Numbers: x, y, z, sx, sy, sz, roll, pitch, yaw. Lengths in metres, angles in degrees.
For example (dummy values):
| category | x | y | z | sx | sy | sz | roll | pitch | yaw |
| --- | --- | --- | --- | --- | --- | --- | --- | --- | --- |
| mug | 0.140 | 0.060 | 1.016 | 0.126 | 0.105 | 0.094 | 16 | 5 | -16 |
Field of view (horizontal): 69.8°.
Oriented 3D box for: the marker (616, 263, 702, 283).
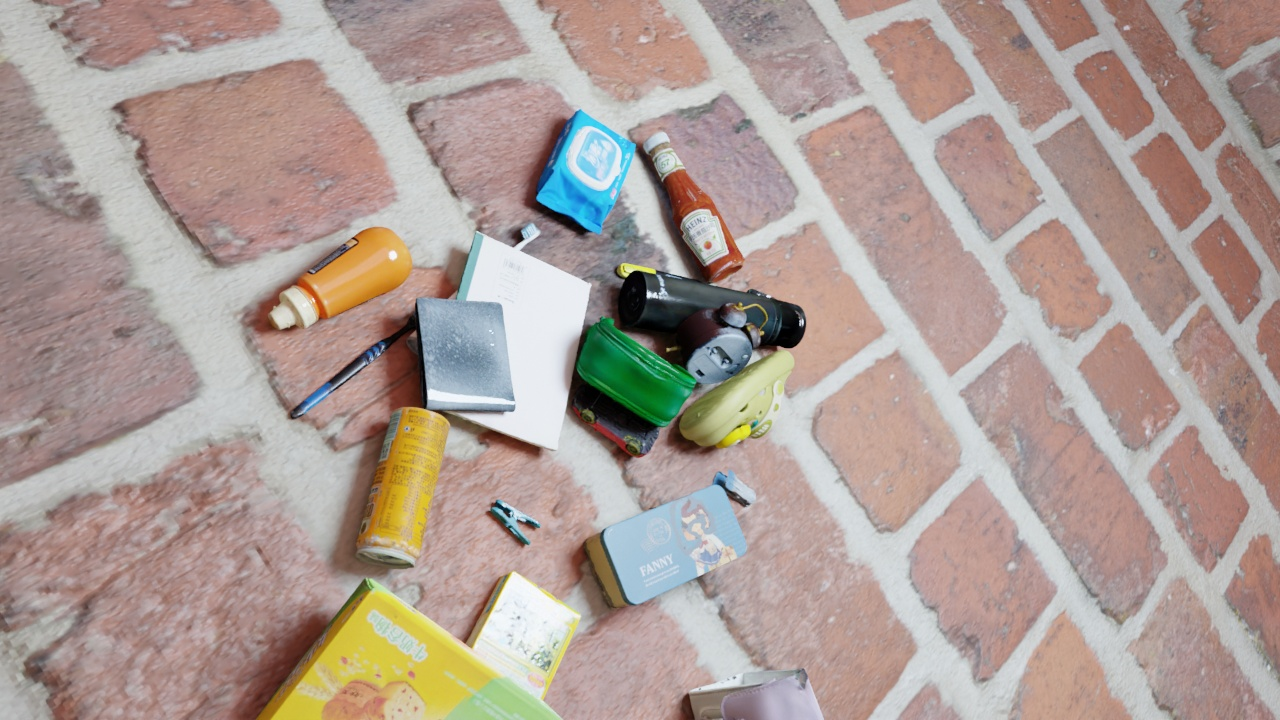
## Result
| category | x | y | z | sx | sy | sz | roll | pitch | yaw |
| --- | --- | --- | --- | --- | --- | --- | --- | --- | --- |
| marker | 0.027 | -0.103 | 1.145 | 0.124 | 0.015 | 0.018 | 9 | 70 | -30 |

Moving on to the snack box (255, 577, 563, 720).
| category | x | y | z | sx | sy | sz | roll | pitch | yaw |
| --- | --- | --- | --- | --- | --- | --- | --- | --- | --- |
| snack box | -0.194 | 0.308 | 0.772 | 0.210 | 0.070 | 0.157 | 40 | 73 | -11 |

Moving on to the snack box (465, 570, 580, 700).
| category | x | y | z | sx | sy | sz | roll | pitch | yaw |
| --- | --- | --- | --- | --- | --- | --- | --- | --- | --- |
| snack box | -0.124 | 0.284 | 0.876 | 0.087 | 0.034 | 0.140 | 36 | 57 | -14 |

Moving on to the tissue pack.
| category | x | y | z | sx | sy | sz | roll | pitch | yaw |
| --- | --- | --- | --- | --- | --- | --- | --- | --- | --- |
| tissue pack | -0.065 | -0.233 | 1.120 | 0.095 | 0.052 | 0.156 | 30 | 57 | -18 |

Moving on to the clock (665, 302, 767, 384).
| category | x | y | z | sx | sy | sz | roll | pitch | yaw |
| --- | --- | --- | --- | --- | --- | --- | --- | --- | --- |
| clock | 0.095 | -0.024 | 1.078 | 0.082 | 0.122 | 0.055 | 43 | 19 | -47 |

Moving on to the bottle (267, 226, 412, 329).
| category | x | y | z | sx | sy | sz | roll | pitch | yaw |
| --- | --- | --- | --- | --- | --- | --- | --- | --- | --- |
| bottle | -0.300 | -0.075 | 0.908 | 0.149 | 0.067 | 0.067 | -38 | 92 | -30 |

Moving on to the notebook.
| category | x | y | z | sx | sy | sz | roll | pitch | yaw |
| --- | --- | --- | --- | --- | --- | --- | --- | --- | --- |
| notebook | -0.135 | -0.022 | 0.984 | 0.150 | 0.012 | 0.208 | 24 | 61 | -25 |

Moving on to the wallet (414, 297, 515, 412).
| category | x | y | z | sx | sy | sz | roll | pitch | yaw |
| --- | --- | --- | --- | --- | --- | --- | --- | --- | --- |
| wallet | -0.178 | -0.006 | 0.933 | 0.097 | 0.019 | 0.120 | 3 | 70 | -34 |

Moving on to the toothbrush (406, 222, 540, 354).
| category | x | y | z | sx | sy | sz | roll | pitch | yaw |
| --- | --- | --- | --- | --- | --- | --- | --- | --- | --- |
| toothbrush | -0.175 | -0.083 | 1.004 | 0.220 | 0.027 | 0.026 | -52 | 121 | -35 |

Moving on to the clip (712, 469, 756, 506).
| category | x | y | z | sx | sy | sz | roll | pitch | yaw |
| --- | --- | --- | --- | --- | --- | --- | --- | --- | --- |
| clip | 0.115 | 0.153 | 1.087 | 0.058 | 0.045 | 0.027 | 40 | 51 | -22 |

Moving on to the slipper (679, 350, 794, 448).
| category | x | y | z | sx | sy | sz | roll | pitch | yaw |
| --- | --- | --- | --- | --- | --- | --- | --- | --- | --- |
| slipper | 0.131 | 0.054 | 1.097 | 0.190 | 0.092 | 0.081 | -35 | 92 | -40 |

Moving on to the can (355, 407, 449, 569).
| category | x | y | z | sx | sy | sz | roll | pitch | yaw |
| --- | --- | --- | --- | --- | --- | --- | --- | --- | --- |
| can | -0.224 | 0.119 | 0.868 | 0.058 | 0.058 | 0.145 | 21 | 60 | -23 |

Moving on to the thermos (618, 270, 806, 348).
| category | x | y | z | sx | sy | sz | roll | pitch | yaw |
| --- | --- | --- | --- | --- | --- | --- | --- | --- | --- |
| thermos | 0.089 | -0.065 | 1.143 | 0.242 | 0.069 | 0.090 | 8 | 37 | -31 |

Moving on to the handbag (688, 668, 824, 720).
| category | x | y | z | sx | sy | sz | roll | pitch | yaw |
| --- | --- | --- | --- | --- | --- | --- | --- | --- | --- |
| handbag | 0.133 | 0.414 | 0.907 | 0.098 | 0.145 | 0.197 | -5 | 72 | -36 |

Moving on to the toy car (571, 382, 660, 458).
| category | x | y | z | sx | sy | sz | roll | pitch | yaw |
| --- | --- | --- | --- | --- | --- | --- | --- | --- | --- |
| toy car | -0.029 | 0.065 | 1.027 | 0.106 | 0.031 | 0.049 | 35 | 52 | -5 |

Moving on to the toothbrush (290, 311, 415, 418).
| category | x | y | z | sx | sy | sz | roll | pitch | yaw |
| --- | --- | --- | --- | --- | --- | --- | --- | --- | --- |
| toothbrush | -0.274 | -0.003 | 0.917 | 0.014 | 0.016 | 0.189 | 44 | 55 | 1 |

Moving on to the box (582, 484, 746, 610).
| category | x | y | z | sx | sy | sz | roll | pitch | yaw |
| --- | --- | --- | --- | --- | --- | --- | --- | --- | --- |
| box | 0.023 | 0.201 | 0.985 | 0.183 | 0.060 | 0.089 | -18 | 79 | -37 |

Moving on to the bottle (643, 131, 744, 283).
| category | x | y | z | sx | sy | sz | roll | pitch | yaw |
| --- | --- | --- | --- | --- | --- | --- | --- | --- | --- |
| bottle | 0.064 | -0.200 | 1.182 | 0.059 | 0.060 | 0.206 | -21 | 80 | -36 |

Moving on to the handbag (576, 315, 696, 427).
| category | x | y | z | sx | sy | sz | roll | pitch | yaw |
| --- | --- | --- | --- | --- | --- | --- | --- | --- | --- |
| handbag | -0.006 | 0.006 | 1.025 | 0.131 | 0.068 | 0.120 | 32 | 13 | -14 |

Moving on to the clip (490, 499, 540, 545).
| category | x | y | z | sx | sy | sz | roll | pitch | yaw |
| --- | --- | --- | --- | --- | --- | --- | --- | --- | --- |
| clip | -0.128 | 0.163 | 0.937 | 0.056 | 0.014 | 0.039 | 42 | 54 | -12 |
